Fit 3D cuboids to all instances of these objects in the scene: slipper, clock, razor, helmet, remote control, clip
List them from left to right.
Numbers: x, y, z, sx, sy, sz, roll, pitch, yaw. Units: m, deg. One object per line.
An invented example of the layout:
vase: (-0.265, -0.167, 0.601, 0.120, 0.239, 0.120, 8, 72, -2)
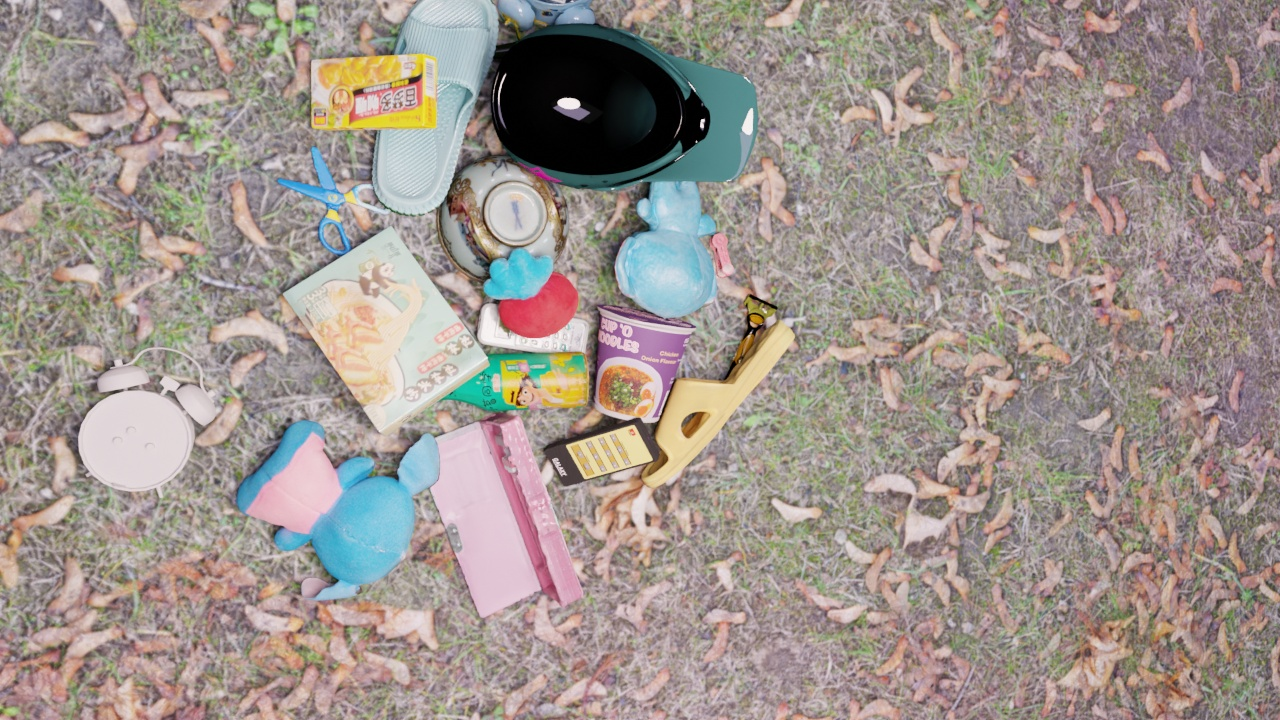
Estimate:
clock: (-0.524, 0.063, 0.976, 0.120, 0.061, 0.159, 21, 87, -17)
slipper: (-0.238, -0.299, 1.032, 0.116, 0.069, 0.276, 14, 87, 1)
remote control: (-0.130, -0.035, 1.111, 0.133, 0.022, 0.050, 10, 90, -17)
clock: (-0.105, -0.433, 1.063, 0.118, 0.060, 0.162, 11, 76, -6)
remote control: (-0.047, 0.111, 1.101, 0.134, 0.013, 0.058, -19, 111, 25)
helmet: (-0.021, -0.271, 1.007, 0.275, 0.199, 0.176, 12, 105, 16)
slipper: (0.080, 0.042, 1.135, 0.078, 0.099, 0.263, 43, 89, 0)
clip: (0.104, -0.132, 1.182, 0.023, 0.045, 0.060, -12, 63, -19)
razor: (0.134, -0.013, 1.195, 0.044, 0.021, 0.144, 23, 88, -17)

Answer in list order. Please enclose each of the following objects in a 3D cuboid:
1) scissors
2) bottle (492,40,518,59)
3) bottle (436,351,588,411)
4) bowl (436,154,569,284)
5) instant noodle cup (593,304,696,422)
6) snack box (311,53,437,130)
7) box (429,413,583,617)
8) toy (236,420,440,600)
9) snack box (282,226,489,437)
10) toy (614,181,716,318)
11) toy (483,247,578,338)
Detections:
scissors: (-0.342, -0.185, 1.044, 0.123, 0.016, 0.125, -22, 98, -19)
bottle: (-0.121, -0.373, 1.093, 0.122, 0.033, 0.033, -12, 96, -16)
bottle: (-0.167, 0.026, 1.078, 0.209, 0.068, 0.068, -2, 93, -10)
bowl: (-0.151, -0.165, 1.061, 0.159, 0.094, 0.160, -1, 93, -18)
instant noodle cup: (-0.007, 0.006, 1.103, 0.122, 0.136, 0.122, 14, 99, 9)
snack box: (-0.291, -0.291, 1.000, 0.152, 0.025, 0.075, 5, 98, 22)
box: (-0.167, 0.189, 1.074, 0.115, 0.107, 0.232, -22, 100, -24)
toy: (-0.333, 0.154, 1.020, 0.191, 0.099, 0.224, 38, 90, -9)
snack box: (-0.282, -0.034, 1.027, 0.141, 0.044, 0.193, -35, 82, -12)
toy: (0.027, -0.140, 1.107, 0.183, 0.115, 0.180, 3, 84, -45)
toy: (-0.126, -0.077, 1.050, 0.092, 0.062, 0.133, -35, 134, -3)
